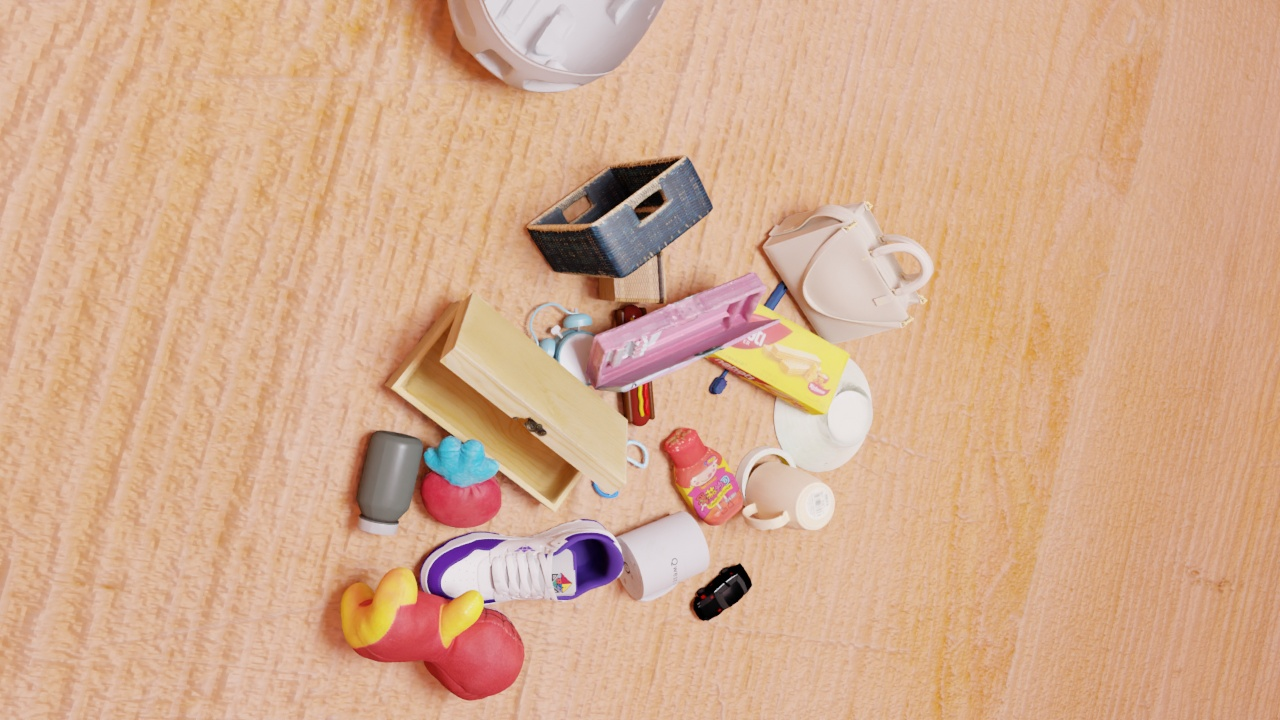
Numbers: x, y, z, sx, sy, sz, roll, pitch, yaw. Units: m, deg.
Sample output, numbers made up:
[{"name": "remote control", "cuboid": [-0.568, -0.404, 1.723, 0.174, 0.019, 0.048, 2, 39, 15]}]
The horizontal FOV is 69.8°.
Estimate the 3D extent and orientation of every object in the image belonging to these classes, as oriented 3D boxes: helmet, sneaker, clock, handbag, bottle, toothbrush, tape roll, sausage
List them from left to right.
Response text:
[{"name": "bottle", "cuboid": [-0.280, 0.135, 1.018, 0.060, 0.060, 0.108, 14, 88, -27]}, {"name": "sneaker", "cuboid": [-0.128, 0.248, 1.076, 0.243, 0.111, 0.092, -7, 98, -26]}, {"name": "helmet", "cuboid": [-0.089, -0.430, 0.996, 0.224, 0.184, 0.282, 31, 87, -31]}, {"name": "clock", "cuboid": [-0.087, -0.016, 1.119, 0.087, 0.042, 0.123, -44, 106, -17]}, {"name": "sausage", "cuboid": [-0.007, 0.007, 1.158, 0.040, 0.040, 0.155, -8, 98, -26]}, {"name": "bottle", "cuboid": [0.081, 0.151, 1.210, 0.071, 0.048, 0.134, -37, 109, -18]}, {"name": "toothbrush", "cuboid": [0.150, -0.031, 1.248, 0.016, 0.017, 0.189, 40, 76, -23]}, {"name": "tape roll", "cuboid": [0.176, 0.167, 1.277, 0.094, 0.019, 0.094, -3, 96, -27]}, {"name": "handbag", "cuboid": [0.290, -0.121, 1.205, 0.194, 0.198, 0.101, 53, 56, -21]}]

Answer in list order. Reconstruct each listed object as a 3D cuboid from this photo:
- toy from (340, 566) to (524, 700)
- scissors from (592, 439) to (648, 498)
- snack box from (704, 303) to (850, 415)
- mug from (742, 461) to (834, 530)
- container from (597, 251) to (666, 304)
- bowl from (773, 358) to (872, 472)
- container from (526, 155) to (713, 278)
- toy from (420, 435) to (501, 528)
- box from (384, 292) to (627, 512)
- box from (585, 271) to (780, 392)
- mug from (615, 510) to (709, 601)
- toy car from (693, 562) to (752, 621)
[{"name": "toy", "cuboid": [-0.222, 0.308, 1.019, 0.216, 0.148, 0.098, 36, 52, -30]}, {"name": "scissors", "cuboid": [-0.038, 0.108, 1.164, 0.109, 0.018, 0.131, -24, 103, -22]}, {"name": "snack box", "cuboid": [0.175, -0.011, 1.222, 0.200, 0.042, 0.092, 28, 77, -13]}, {"name": "mug", "cuboid": [0.190, 0.190, 1.215, 0.111, 0.104, 0.085, -26, 105, -24]}, {"name": "container", "cuboid": [-0.013, -0.099, 1.112, 0.061, 0.114, 0.063, -5, 96, -14]}, {"name": "bowl", "cuboid": [0.277, 0.076, 1.299, 0.176, 0.058, 0.177, -3, 96, -27]}, {"name": "container", "cuboid": [-0.027, -0.162, 1.050, 0.145, 0.188, 0.071, -39, 114, -19]}, {"name": "toy", "cuboid": [-0.203, 0.137, 1.041, 0.092, 0.062, 0.133, 1, 123, -10]}, {"name": "box", "cuboid": [-0.136, 0.048, 1.046, 0.248, 0.180, 0.141, 41, 56, -23]}, {"name": "box", "cuboid": [0.055, -0.018, 1.101, 0.232, 0.099, 0.080, -23, 65, -23]}, {"name": "mug", "cuboid": [0.024, 0.262, 1.181, 0.096, 0.083, 0.120, -18, 131, -25]}, {"name": "toy car", "cuboid": [0.113, 0.318, 1.248, 0.091, 0.036, 0.042, -36, 109, -20]}]
